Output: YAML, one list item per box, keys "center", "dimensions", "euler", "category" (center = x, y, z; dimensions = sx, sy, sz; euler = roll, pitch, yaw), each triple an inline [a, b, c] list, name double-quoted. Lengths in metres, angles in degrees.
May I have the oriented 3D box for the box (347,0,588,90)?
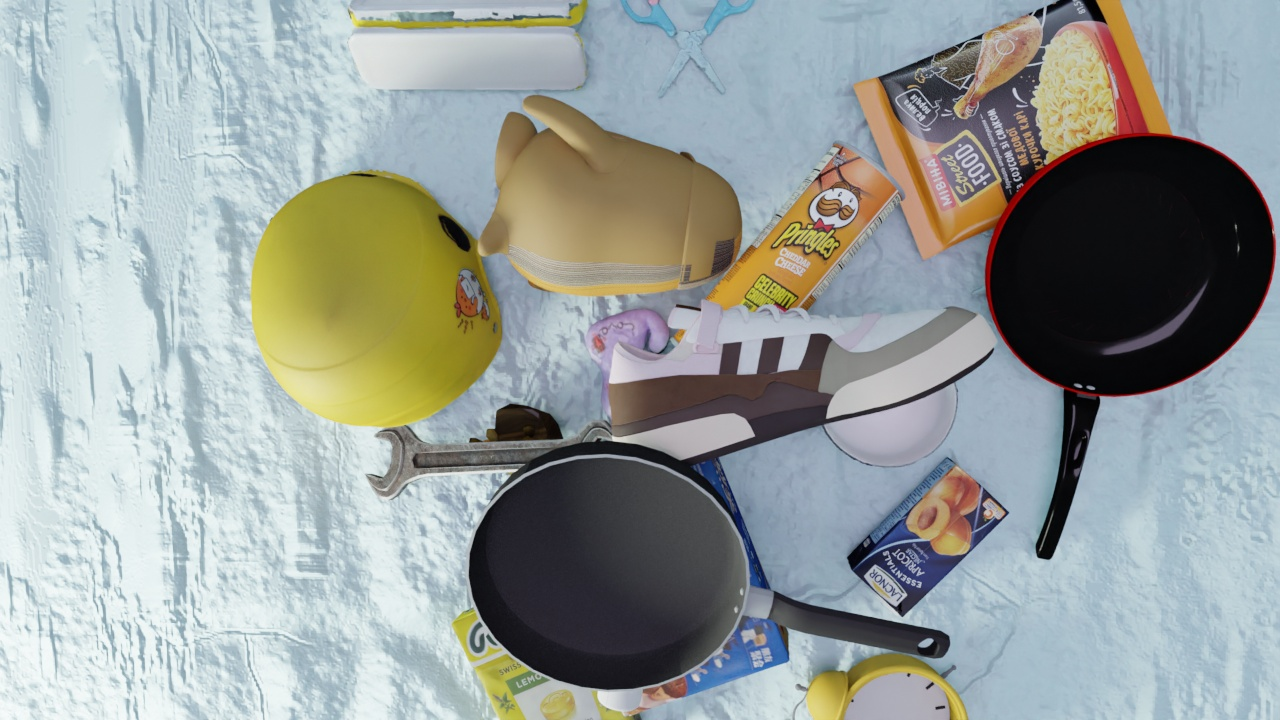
- center: [-0.149, -0.295, 0.813]
  dimensions: [0.209, 0.079, 0.080]
  euler: [2, 59, 6]
  category: "box"

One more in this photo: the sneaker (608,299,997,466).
- center: [0.111, -0.008, 0.699]
  dimensions: [0.294, 0.111, 0.116]
  euler: [-17, 92, 11]
  category: "sneaker"

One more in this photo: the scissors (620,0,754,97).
- center: [0.047, -0.299, 0.802]
  dimensions: [0.136, 0.015, 0.135]
  euler: [-37, 95, 9]
  category: "scissors"

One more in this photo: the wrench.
- center: [-0.136, 0.085, 0.796]
  dimensions: [0.274, 0.010, 0.070]
  euler: [-6, 81, 29]
  category: "wrench"

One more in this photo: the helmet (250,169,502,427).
- center: [-0.245, -0.056, 0.786]
  dimensions: [0.209, 0.139, 0.240]
  euler: [-24, 90, 7]
  category: "helmet"

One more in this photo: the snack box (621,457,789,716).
- center: [0.023, 0.183, 0.805]
  dimensions: [0.155, 0.069, 0.202]
  euler: [-22, 90, 7]
  category: "snack box"

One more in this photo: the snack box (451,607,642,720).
- center: [-0.080, 0.292, 0.836]
  dimensions: [0.121, 0.045, 0.181]
  euler: [-24, 90, 8]
  category: "snack box"

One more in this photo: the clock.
- center: [0.210, 0.318, 0.802]
  dimensions: [0.152, 0.052, 0.113]
  euler: [-10, 92, 3]
  category: "clock"

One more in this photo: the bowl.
- center: [0.204, 0.031, 0.776]
  dimensions: [0.113, 0.063, 0.113]
  euler: [0, 93, 7]
  category: "bowl"

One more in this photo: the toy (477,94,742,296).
- center: [-0.015, -0.125, 0.759]
  dimensions: [0.203, 0.199, 0.162]
  euler: [9, 50, 3]
  category: "toy"

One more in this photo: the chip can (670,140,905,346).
- center: [0.122, -0.076, 0.773]
  dimensions: [0.075, 0.075, 0.215]
  euler: [40, 97, 3]
  category: "chip can"

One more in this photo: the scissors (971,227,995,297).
- center: [0.362, -0.090, 0.775]
  dimensions: [0.171, 0.028, 0.139]
  euler: [-26, 92, 12]
  category: "scissors"

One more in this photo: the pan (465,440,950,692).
- center: [0.051, 0.167, 0.677]
  dimensions: [0.355, 0.044, 0.204]
  euler: [12, 113, -2]
  category: "pan"

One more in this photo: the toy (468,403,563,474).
- center: [-0.119, 0.076, 0.824]
  dimensions: [0.100, 0.062, 0.076]
  euler: [-16, 114, 24]
  category: "toy"

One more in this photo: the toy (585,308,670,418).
- center: [-0.005, 0.005, 0.813]
  dimensions: [0.080, 0.036, 0.099]
  euler: [-20, 90, 9]
  category: "toy"

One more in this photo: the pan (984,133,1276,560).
- center: [0.373, -0.005, 0.754]
  dimensions: [0.209, 0.067, 0.357]
  euler: [10, 109, 5]
  category: "pan"

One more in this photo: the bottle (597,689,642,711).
- center: [-0.003, 0.197, 0.749]
  dimensions: [0.084, 0.046, 0.174]
  euler: [11, 95, 7]
  category: "bottle"

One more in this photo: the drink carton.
- center: [0.244, 0.152, 0.792]
  dimensions: [0.064, 0.040, 0.130]
  euler: [43, 98, 3]
  category: "drink carton"

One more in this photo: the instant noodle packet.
- center: [0.312, -0.200, 0.764]
  dimensions: [0.221, 0.032, 0.160]
  euler: [-22, 91, 8]
  category: "instant noodle packet"
